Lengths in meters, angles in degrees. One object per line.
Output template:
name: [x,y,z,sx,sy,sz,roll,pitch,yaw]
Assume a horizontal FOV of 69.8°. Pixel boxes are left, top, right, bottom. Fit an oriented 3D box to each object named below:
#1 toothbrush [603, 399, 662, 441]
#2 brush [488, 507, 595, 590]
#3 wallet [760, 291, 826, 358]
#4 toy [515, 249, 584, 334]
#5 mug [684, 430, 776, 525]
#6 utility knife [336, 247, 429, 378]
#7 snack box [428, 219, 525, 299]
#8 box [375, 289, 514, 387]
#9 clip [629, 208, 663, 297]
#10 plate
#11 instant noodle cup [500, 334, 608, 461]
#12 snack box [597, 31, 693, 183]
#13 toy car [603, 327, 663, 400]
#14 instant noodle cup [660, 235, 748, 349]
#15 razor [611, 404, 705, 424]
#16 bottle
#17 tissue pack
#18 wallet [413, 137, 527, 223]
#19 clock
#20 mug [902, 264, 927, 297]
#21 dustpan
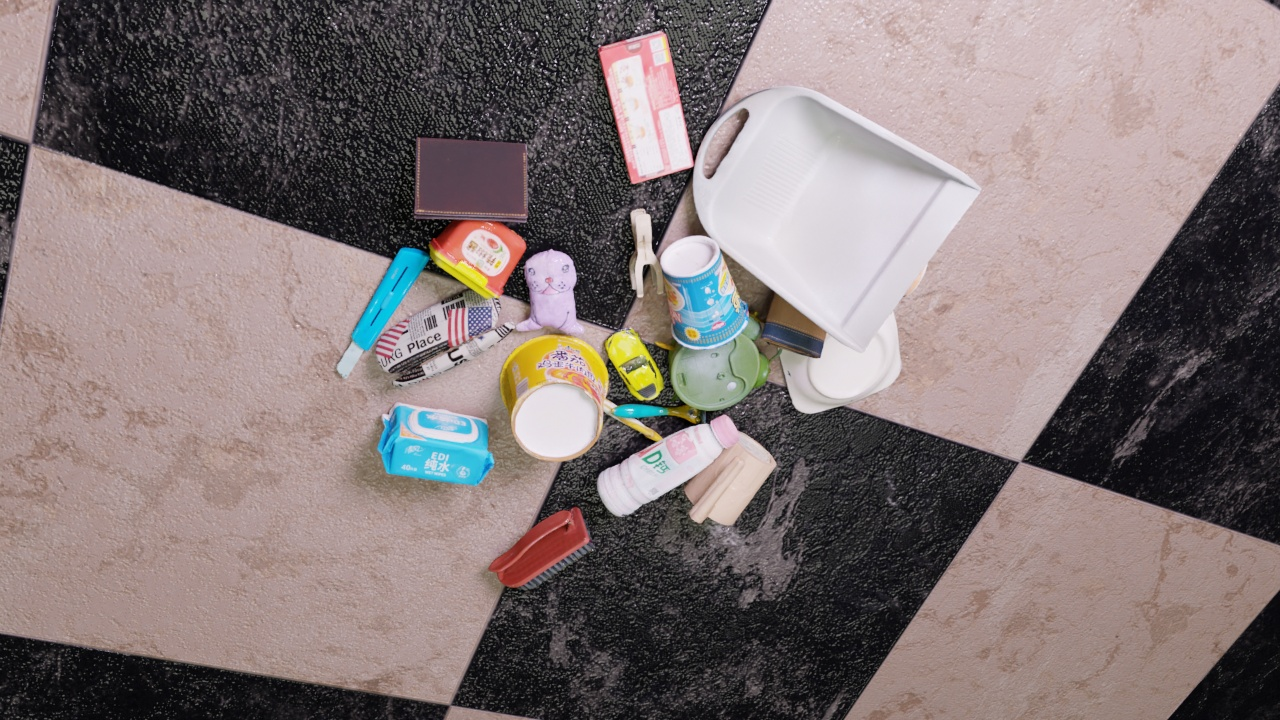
toothbrush: [0.008,0.097,1.227,0.191,0.018,0.016,34,104,-25]
brush: [-0.138,0.261,1.259,0.146,0.063,0.069,-35,130,10]
wallet: [0.202,-0.068,1.149,0.090,0.033,0.115,17,88,-23]
toy: [-0.110,-0.082,1.097,0.084,0.038,0.108,0,119,-2]
mug: [0.116,0.159,1.228,0.084,0.124,0.104,39,106,12]
utility knife: [-0.310,-0.054,1.083,0.034,0.018,0.192,28,110,-24]
snack box: [-0.183,-0.126,1.040,0.091,0.082,0.080,35,92,-26]
box: [-0.237,-0.031,1.092,0.163,0.076,0.088,-24,98,5]
clip: [0.008,-0.120,1.085,0.034,0.082,0.105,-7,130,-8]
plate: [0.271,-0.004,1.220,0.164,0.034,0.164,-21,120,-1]
instant noodle cup: [-0.103,0.051,1.122,0.138,0.109,0.138,-3,115,-6]
snack box: [0.007,-0.280,1.024,0.075,0.025,0.153,-16,119,-2]
toy car: [-0.007,0.007,1.169,0.048,0.032,0.105,-28,118,4]
instant noodle cup: [0.070,-0.085,1.086,0.099,0.099,0.110,-22,132,0]
razor: [0.024,0.067,1.209,0.132,0.028,0.043,1,94,-16]
bottle: [0.038,0.135,1.207,0.197,0.068,0.068,-31,120,18]
tissue pack: [-0.253,0.102,1.135,0.140,0.090,0.063,12,114,-18]
wallet: [-0.184,-0.197,1.001,0.122,0.020,0.096,1,74,-11]
clock: [0.106,-0.004,1.173,0.161,0.056,0.116,-17,120,-2]
mug: [0.281,-0.132,1.134,0.122,0.078,0.078,16,113,-13]
dustpan: [0.187,-0.178,1.023,0.142,0.257,0.223,13,116,-44]
